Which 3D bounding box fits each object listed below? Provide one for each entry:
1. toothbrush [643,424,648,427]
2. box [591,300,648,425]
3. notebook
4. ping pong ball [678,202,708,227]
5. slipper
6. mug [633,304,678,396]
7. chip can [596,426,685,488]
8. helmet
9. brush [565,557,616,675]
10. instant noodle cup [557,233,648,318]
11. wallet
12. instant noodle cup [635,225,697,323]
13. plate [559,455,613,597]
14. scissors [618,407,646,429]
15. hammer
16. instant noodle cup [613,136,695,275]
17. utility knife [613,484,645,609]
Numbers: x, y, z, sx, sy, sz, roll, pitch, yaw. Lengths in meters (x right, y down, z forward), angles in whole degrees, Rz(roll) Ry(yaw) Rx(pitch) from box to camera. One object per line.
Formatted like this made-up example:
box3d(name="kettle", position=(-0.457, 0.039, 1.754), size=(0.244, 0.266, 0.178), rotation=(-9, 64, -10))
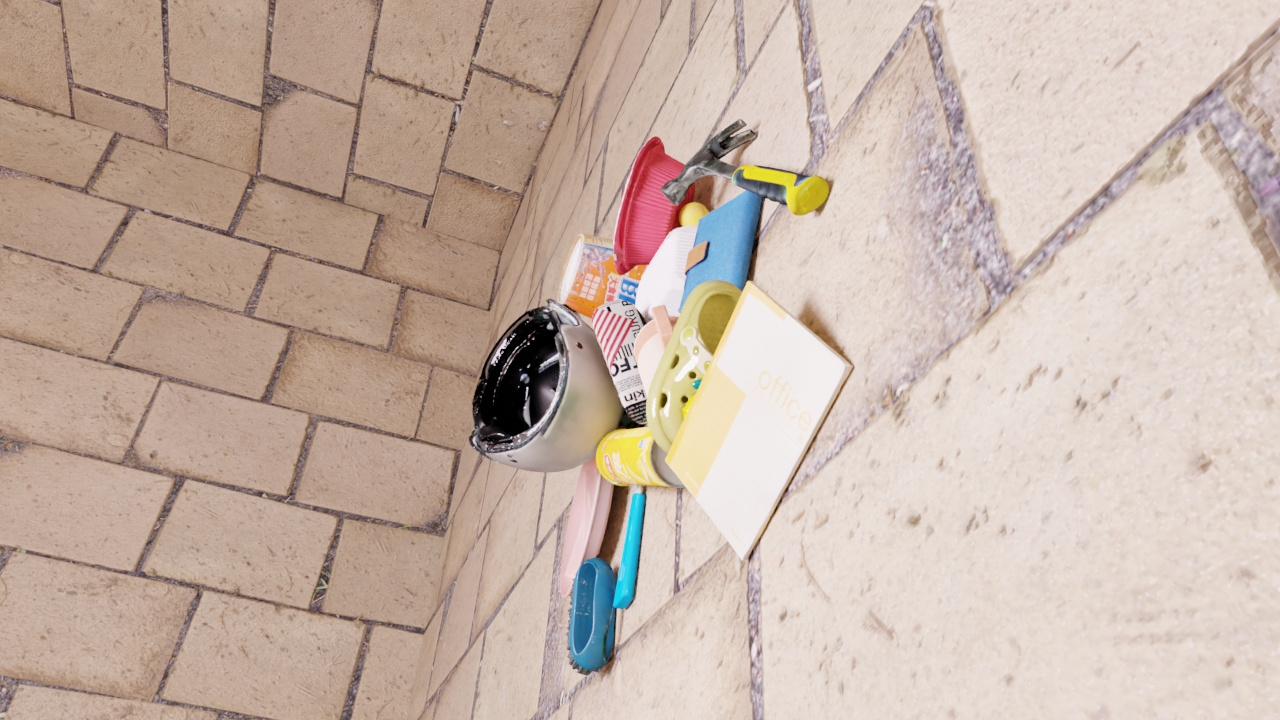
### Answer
box3d(name="toothbrush", position=(-0.014, 0.118, 1.231), size=(0.192, 0.018, 0.016), rotation=(133, 151, -58))
box3d(name="box", position=(-0.004, 0.007, 1.138), size=(0.087, 0.076, 0.163), rotation=(87, 160, -70))
box3d(name="notebook", position=(0.096, 0.052, 0.818), size=(0.146, 0.010, 0.207), rotation=(50, 125, 44))
box3d(name="ping pong ball", position=(0.070, -0.186, 1.198), size=(0.040, 0.040, 0.040), rotation=(-165, 91, -75))
box3d(name="slipper", position=(0.068, 0.008, 0.921), size=(0.082, 0.091, 0.190), rotation=(-7, 66, 69))
box3d(name="mug", position=(0.036, -0.003, 1.020), size=(0.105, 0.081, 0.115), rotation=(-106, 0, -59))
box3d(name="chip can", position=(0.011, 0.109, 1.051), size=(0.214, 0.072, 0.072), rotation=(158, 127, -71))
box3d(name="helmet", position=(-0.111, 0.050, 1.227), size=(0.230, 0.157, 0.274), rotation=(-61, 23, -2))
box3d(name="brush", position=(-0.056, 0.304, 1.114), size=(0.074, 0.055, 0.143), rotation=(120, 160, -46))
box3d(name="instant noodle cup", position=(-0.063, -0.131, 1.479), size=(0.151, 0.111, 0.151), rotation=(-165, 91, -75))
box3d(name="wallet", position=(0.091, -0.120, 1.043), size=(0.107, 0.040, 0.132), rotation=(-24, 47, 56))
box3d(name="instant noodle cup", position=(0.042, -0.091, 1.170), size=(0.174, 0.060, 0.137), rotation=(124, 157, -52))
box3d(name="plate", position=(-0.073, 0.216, 1.277), size=(0.229, 0.028, 0.229), rotation=(-168, 91, -82))
box3d(name="scissors", position=(-0.010, 0.048, 1.285), size=(0.185, 0.019, 0.129), rotation=(166, 119, -71))
box3d(name="hammer", position=(0.119, -0.204, 1.005), size=(0.126, 0.032, 0.323), rotation=(-47, 24, 1))
box3d(name="instant noodle cup", position=(0.025, -0.199, 1.238), size=(0.193, 0.066, 0.194), rotation=(19, -91, -79))
box3d(name="utility knife", position=(-0.011, 0.220, 1.114), size=(0.034, 0.018, 0.159), rotation=(129, 154, -56))
